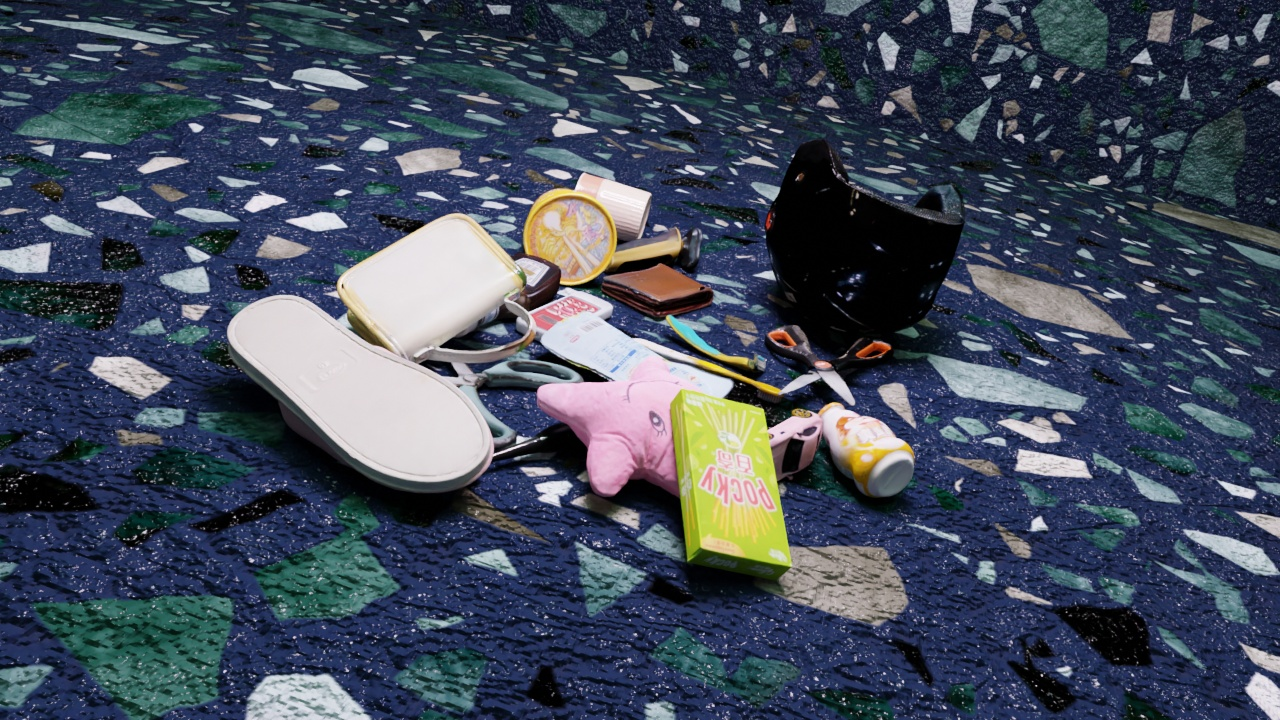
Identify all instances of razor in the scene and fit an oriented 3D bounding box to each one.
[{"bbox_3d":[0.018,-0.148,1.285,0.167,0.062,0.067,-15,68,-35],"label":"razor"},{"bbox_3d":[0.083,-0.019,1.071,0.132,0.028,0.043,28,6,21],"label":"razor"}]

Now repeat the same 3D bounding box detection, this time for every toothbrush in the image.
[{"bbox_3d":[0.071,0.010,1.026,0.191,0.018,0.016,20,25,20],"label":"toothbrush"},{"bbox_3d":[-0.075,0.070,0.825,0.027,0.026,0.212,27,29,38],"label":"toothbrush"}]

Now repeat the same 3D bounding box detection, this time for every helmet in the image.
[{"bbox_3d":[0.279,-0.148,1.199,0.233,0.230,0.275,15,-1,-18],"label":"helmet"}]

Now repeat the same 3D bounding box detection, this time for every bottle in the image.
[{"bbox_3d":[0.212,0.083,0.886,0.063,0.063,0.108,-2,29,-27],"label":"bottle"},{"bbox_3d":[-0.163,-0.075,1.057,0.080,0.044,0.194,20,28,15],"label":"bottle"}]

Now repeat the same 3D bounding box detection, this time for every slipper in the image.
[{"bbox_3d":[-0.239,0.031,0.772,0.274,0.055,0.113,29,53,19],"label":"slipper"}]

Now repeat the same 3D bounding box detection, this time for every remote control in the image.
[{"bbox_3d":[-0.087,-0.052,1.070,0.056,0.020,0.135,24,28,23],"label":"remote control"}]

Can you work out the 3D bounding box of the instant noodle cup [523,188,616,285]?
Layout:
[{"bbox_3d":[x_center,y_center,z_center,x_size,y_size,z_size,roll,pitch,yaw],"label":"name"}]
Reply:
[{"bbox_3d":[-0.098,-0.171,1.204,0.118,0.119,0.114,6,20,-13],"label":"instant noodle cup"}]

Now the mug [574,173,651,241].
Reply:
[{"bbox_3d":[-0.044,-0.224,1.382,0.106,0.081,0.114,17,-3,4],"label":"mug"}]

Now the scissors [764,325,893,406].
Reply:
[{"bbox_3d":[0.217,0.000,1.064,0.227,0.022,0.221,-8,23,-25],"label":"scissors"}]

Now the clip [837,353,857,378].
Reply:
[{"bbox_3d":[0.245,0.007,1.104,0.026,0.036,0.057,23,26,32],"label":"clip"}]

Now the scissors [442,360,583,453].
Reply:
[{"bbox_3d":[-0.126,0.038,0.876,0.171,0.019,0.170,3,29,-22],"label":"scissors"}]

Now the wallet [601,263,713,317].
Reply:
[{"bbox_3d":[0.023,-0.094,1.194,0.101,0.032,0.124,28,29,33],"label":"wallet"}]

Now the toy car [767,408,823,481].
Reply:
[{"bbox_3d":[0.136,0.084,0.859,0.037,0.056,0.122,23,27,34],"label":"toy car"}]

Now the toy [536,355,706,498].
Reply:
[{"bbox_3d":[0.020,0.066,0.821,0.194,0.075,0.178,-13,50,-39],"label":"toy"}]

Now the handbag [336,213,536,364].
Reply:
[{"bbox_3d":[-0.193,-0.050,0.927,0.163,0.063,0.179,-36,64,-24],"label":"handbag"}]

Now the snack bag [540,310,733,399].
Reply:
[{"bbox_3d":[-0.006,0.006,0.973,0.191,0.039,0.110,29,25,27],"label":"snack bag"}]

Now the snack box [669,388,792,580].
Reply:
[{"bbox_3d":[0.072,0.099,0.753,0.085,0.026,0.156,16,46,-22],"label":"snack box"}]
